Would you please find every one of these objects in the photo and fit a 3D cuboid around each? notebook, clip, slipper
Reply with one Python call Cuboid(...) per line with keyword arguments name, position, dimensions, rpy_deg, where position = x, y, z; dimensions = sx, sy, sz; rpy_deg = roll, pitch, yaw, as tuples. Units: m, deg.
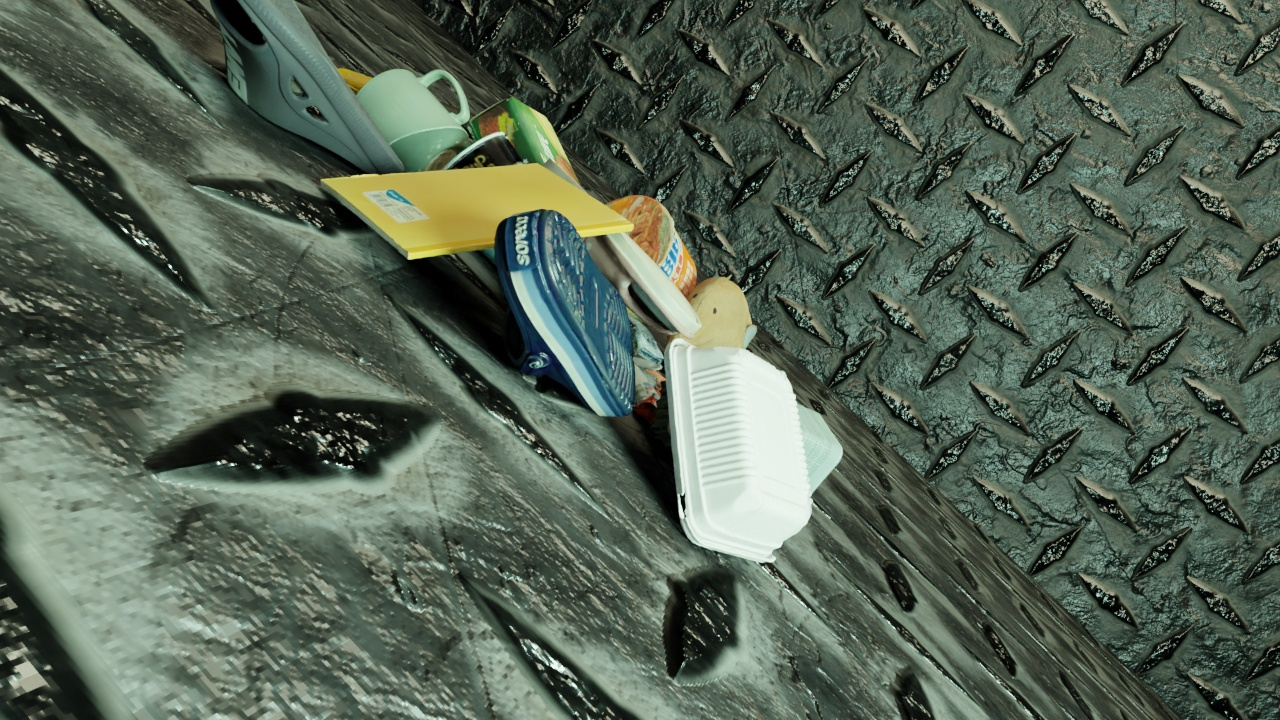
Cuboid(name="notebook", position=(-0.128, -0.125, 0.737), dimensions=(0.205, 0.010, 0.146), rpy_deg=(-14, 38, -39))
Cuboid(name="clip", position=(-0.006, 0.007, 0.958), dimensions=(0.057, 0.028, 0.024), rpy_deg=(23, 31, 10))
Cuboid(name="slipper", position=(-0.289, -0.227, 0.770), dimensions=(0.110, 0.083, 0.268), rpy_deg=(54, -3, 25))
Cuboid(name="slipper", position=(-0.066, -0.023, 0.711), dimensions=(0.253, 0.095, 0.105), rpy_deg=(61, 26, -64))
Cuboid(name="slipper", position=(-0.035, -0.100, 0.844), dimensions=(0.114, 0.054, 0.274), rpy_deg=(40, 9, -49))

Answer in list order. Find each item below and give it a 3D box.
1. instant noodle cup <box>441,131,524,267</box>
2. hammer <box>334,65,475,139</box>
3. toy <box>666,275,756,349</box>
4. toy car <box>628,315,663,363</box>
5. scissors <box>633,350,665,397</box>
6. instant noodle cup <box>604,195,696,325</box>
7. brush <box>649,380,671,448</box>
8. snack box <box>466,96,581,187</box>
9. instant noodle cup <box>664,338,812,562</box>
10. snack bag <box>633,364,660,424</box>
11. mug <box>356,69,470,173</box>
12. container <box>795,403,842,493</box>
Cuboid(name="instant noodle cup", position=(-0.139, -0.149, 0.928), dimensions=(0.120, 0.111, 0.111), rpy_deg=(51, 11, -1))
Cuboid(name="hammer", position=(-0.257, -0.291, 1.056), dimensions=(0.300, 0.033, 0.128), rpy_deg=(9, 33, -46))
Cuboid(name="toy", position=(0.081, -0.043, 1.169), dimensions=(0.082, 0.143, 0.225), rpy_deg=(19, 1, 23))
Cuboid(name="toy car", position=(-0.010, -0.032, 1.096), dimensions=(0.049, 0.031, 0.105), rpy_deg=(31, 14, -51))
Cuboid(name="scissors", position=(0.046, 0.043, 1.047), dimensions=(0.197, 0.015, 0.213), rpy_deg=(41, 10, -6))
Cuboid(name="instant noodle cup", position=(-0.003, -0.122, 1.189), dimensions=(0.151, 0.151, 0.111), rpy_deg=(51, 5, 37))
Cuboid(name="brush", position=(0.075, 0.069, 0.859), dimensions=(0.145, 0.073, 0.063), rpy_deg=(40, 53, -41))
Cuboid(name="snack box", position=(-0.098, -0.167, 1.025), dimensions=(0.240, 0.063, 0.114), rpy_deg=(64, 14, 4))
Cuboid(name="instant noodle cup", position=(0.086, 0.067, 0.746), dimensions=(0.138, 0.060, 0.173), rpy_deg=(26, 50, -47))
Cuboid(name="snack bag", position=(0.000, 0.031, 0.899), dimensions=(0.048, 0.026, 0.104), rpy_deg=(52, 5, -35))
Cuboid(name="mug", position=(-0.221, -0.239, 0.933), dimensions=(0.106, 0.112, 0.082), rpy_deg=(47, 3, 16))
Cuboid(name="container", position=(0.135, 0.086, 0.974), dimensions=(0.111, 0.090, 0.090), rpy_deg=(28, 20, -25))
